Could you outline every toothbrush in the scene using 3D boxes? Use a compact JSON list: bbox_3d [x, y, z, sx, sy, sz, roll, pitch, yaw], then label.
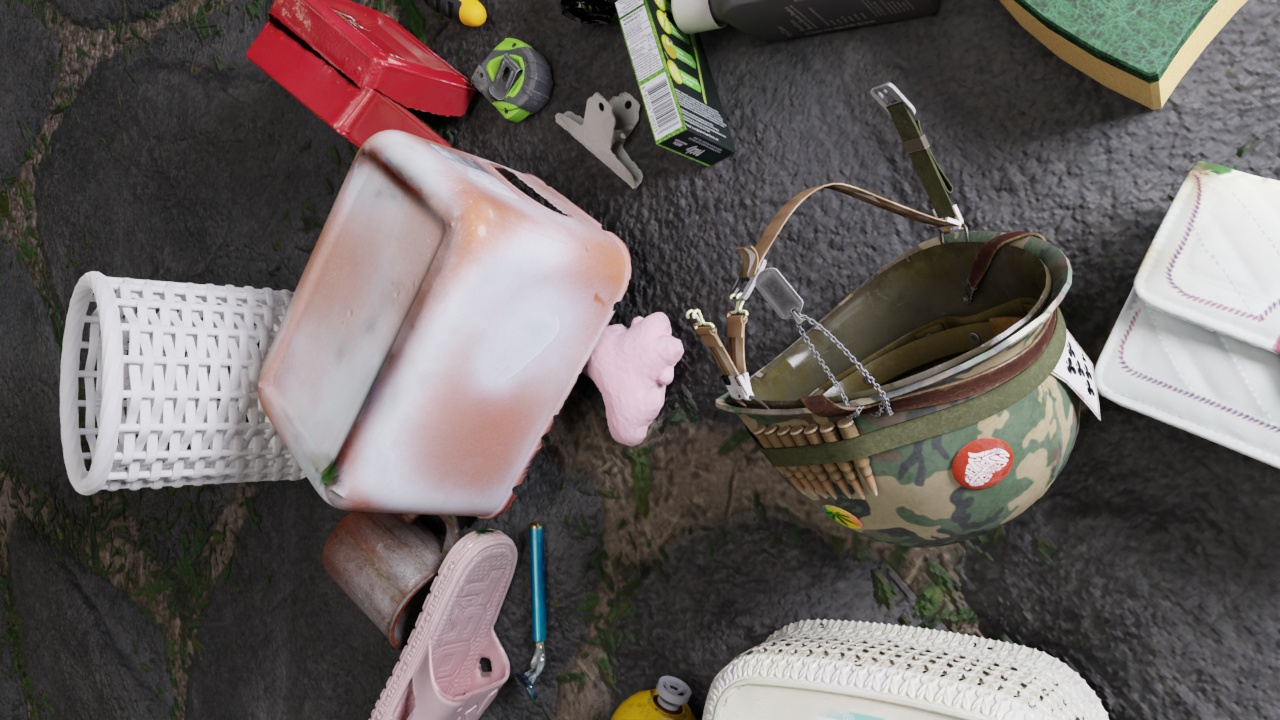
[{"bbox_3d":[-0.203,-0.347,0.836,0.030,0.031,0.197,-38,58,-23],"label":"toothbrush"}]

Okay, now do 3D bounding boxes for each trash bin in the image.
[{"bbox_3d":[-0.159,-0.022,0.699,0.181,0.157,0.260,41,110,36],"label":"trash bin"}]

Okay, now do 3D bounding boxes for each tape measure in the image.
[{"bbox_3d":[-0.107,-0.238,0.772,0.065,0.035,0.059,47,111,23],"label":"tape measure"}]

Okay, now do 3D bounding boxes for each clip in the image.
[{"bbox_3d":[-0.025,-0.188,0.734,0.101,0.040,0.054,44,131,23],"label":"clip"}]

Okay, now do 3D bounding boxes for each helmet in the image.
[{"bbox_3d":[0.140,-0.009,0.519,0.236,0.192,0.225,52,159,3],"label":"helmet"}]

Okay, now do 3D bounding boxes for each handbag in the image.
[{"bbox_3d":[0.353,-0.007,0.460,0.199,0.096,0.142,26,102,30],"label":"handbag"}]

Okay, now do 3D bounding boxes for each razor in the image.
[{"bbox_3d":[-0.088,0.208,0.770,0.042,0.022,0.144,175,98,-67],"label":"razor"}]

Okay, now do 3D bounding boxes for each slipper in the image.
[{"bbox_3d":[-0.153,0.259,0.767,0.064,0.094,0.239,27,97,33],"label":"slipper"}]

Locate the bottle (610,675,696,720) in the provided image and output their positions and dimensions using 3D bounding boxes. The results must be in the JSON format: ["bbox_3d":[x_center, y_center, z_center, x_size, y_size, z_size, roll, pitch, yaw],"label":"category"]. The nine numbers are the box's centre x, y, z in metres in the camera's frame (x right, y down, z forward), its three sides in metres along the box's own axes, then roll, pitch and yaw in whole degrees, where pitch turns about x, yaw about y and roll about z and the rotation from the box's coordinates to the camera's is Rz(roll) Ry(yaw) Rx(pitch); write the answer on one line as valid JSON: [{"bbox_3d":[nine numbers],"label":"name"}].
[{"bbox_3d":[-0.002,0.314,0.688,0.071,0.071,0.164,27,103,28],"label":"bottle"}]

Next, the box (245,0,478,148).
[{"bbox_3d":[-0.249,-0.239,0.805,0.157,0.135,0.117,43,109,25],"label":"box"}]

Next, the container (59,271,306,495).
[{"bbox_3d":[-0.404,0.022,0.836,0.190,0.186,0.189,-3,86,49],"label":"container"}]

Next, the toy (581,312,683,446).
[{"bbox_3d":[-0.004,0.004,0.698,0.096,0.052,0.099,-44,62,32],"label":"toy"}]

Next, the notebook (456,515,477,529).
[{"bbox_3d":[-0.185,0.016,0.829,0.231,0.019,0.169,45,110,23],"label":"notebook"}]

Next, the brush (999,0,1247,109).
[{"bbox_3d":[0.307,-0.291,0.500,0.251,0.075,0.195,-43,69,24],"label":"brush"}]

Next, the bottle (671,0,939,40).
[{"bbox_3d":[0.104,-0.253,0.619,0.174,0.083,0.046,1,90,32],"label":"bottle"}]

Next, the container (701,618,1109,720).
[{"bbox_3d":[0.151,0.255,0.553,0.252,0.143,0.184,-1,75,31],"label":"container"}]

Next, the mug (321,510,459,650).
[{"bbox_3d":[-0.205,0.170,0.800,0.110,0.096,0.123,34,98,22],"label":"mug"}]

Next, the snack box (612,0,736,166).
[{"bbox_3d":[0.021,-0.221,0.669,0.025,0.080,0.147,-21,79,29],"label":"snack box"}]

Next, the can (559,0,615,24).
[{"bbox_3d":[-0.034,-0.339,0.717,0.054,0.053,0.137,9,94,31],"label":"can"}]
